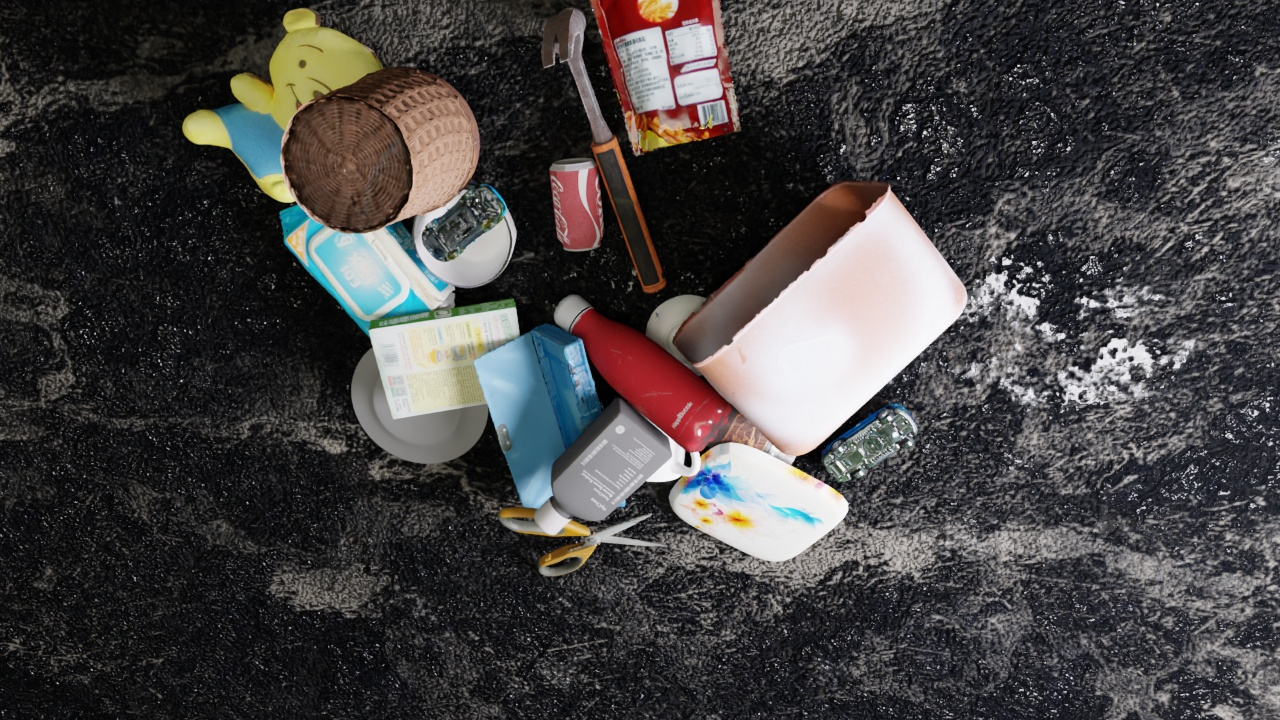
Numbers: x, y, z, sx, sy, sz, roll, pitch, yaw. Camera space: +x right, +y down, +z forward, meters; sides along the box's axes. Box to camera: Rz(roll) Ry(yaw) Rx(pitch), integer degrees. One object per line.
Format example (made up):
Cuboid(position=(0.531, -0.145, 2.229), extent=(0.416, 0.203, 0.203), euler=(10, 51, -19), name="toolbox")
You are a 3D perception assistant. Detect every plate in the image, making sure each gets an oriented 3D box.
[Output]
Cuboid(position=(0.057, -0.024, 1.088), extent=(0.104, 0.026, 0.104), euler=(2, 112, 5), name="plate")
Cuboid(position=(-0.282, 0.053, 1.163), extent=(0.178, 0.012, 0.178), euler=(2, 111, 6), name="plate")
Cuboid(position=(0.138, 0.181, 1.118), extent=(0.187, 0.016, 0.187), euler=(28, 138, -8), name="plate")

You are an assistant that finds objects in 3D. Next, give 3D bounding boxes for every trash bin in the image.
Cuboid(position=(0.186, -0.045, 0.962), extent=(0.260, 0.181, 0.157), euler=(-44, 103, 3), name="trash bin")
Cuboid(position=(-0.250, -0.197, 0.882), extent=(0.151, 0.209, 0.151), euler=(1, 112, 3), name="trash bin")

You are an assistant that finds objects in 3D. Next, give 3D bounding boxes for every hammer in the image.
Cuboid(position=(-0.033, -0.211, 0.985), extent=(0.035, 0.137, 0.315), euler=(-14, 117, 13), name="hammer")

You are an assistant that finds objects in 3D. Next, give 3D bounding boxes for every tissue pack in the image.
Cuboid(position=(-0.320, -0.117, 1.075), extent=(0.117, 0.066, 0.209), euler=(-34, 102, 16), name="tissue pack")

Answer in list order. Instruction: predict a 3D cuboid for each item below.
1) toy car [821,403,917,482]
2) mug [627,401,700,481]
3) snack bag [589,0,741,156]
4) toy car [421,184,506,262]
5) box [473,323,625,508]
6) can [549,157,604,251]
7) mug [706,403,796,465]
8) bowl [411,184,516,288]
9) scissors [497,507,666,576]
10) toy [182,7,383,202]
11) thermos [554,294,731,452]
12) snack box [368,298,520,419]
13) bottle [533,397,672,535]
Cuboid(position=(0.272, 0.096, 1.100), extent=(0.120, 0.043, 0.056), euler=(-37, 103, 20), name="toy car")
Cuboid(position=(0.028, 0.094, 1.098), extent=(0.114, 0.080, 0.088), euler=(19, 111, 40), name="mug")
Cuboid(position=(0.026, -0.328, 0.955), extent=(0.139, 0.066, 0.208), euler=(-13, 107, 6), name="snack bag")
Cuboid(position=(-0.190, -0.149, 0.991), extent=(0.105, 0.032, 0.048), euler=(-35, 104, 23), name="toy car")
Cuboid(position=(-0.106, 0.086, 1.083), extent=(0.112, 0.094, 0.232), euler=(-27, 119, -25), name="box")
Cuboid(position=(-0.071, -0.175, 1.028), extent=(0.054, 0.054, 0.097), euler=(-2, 111, 7), name="can")
Cuboid(position=(0.138, 0.068, 1.091), extent=(0.107, 0.080, 0.116), euler=(28, 97, -6), name="mug")
Cuboid(position=(-0.195, -0.147, 1.046), extent=(0.116, 0.065, 0.116), euler=(2, 111, 6), name="bowl")
Cuboid(position=(-0.083, 0.221, 1.149), extent=(0.229, 0.016, 0.226), euler=(29, 135, -34), name="scissors")
Cuboid(position=(-0.371, -0.279, 1.005), extent=(0.214, 0.083, 0.149), euler=(-36, 124, 17), name="toy")
Cuboid(position=(-0.006, 0.006, 1.047), extent=(0.240, 0.073, 0.073), euler=(40, 112, 19), name="thermos")
Cuboid(position=(-0.224, -0.001, 1.089), extent=(0.168, 0.027, 0.132), euler=(-9, 126, -8), name="snack box")
Cuboid(position=(-0.053, 0.132, 1.051), extent=(0.083, 0.046, 0.174), euler=(40, 105, -18), name="bottle")
